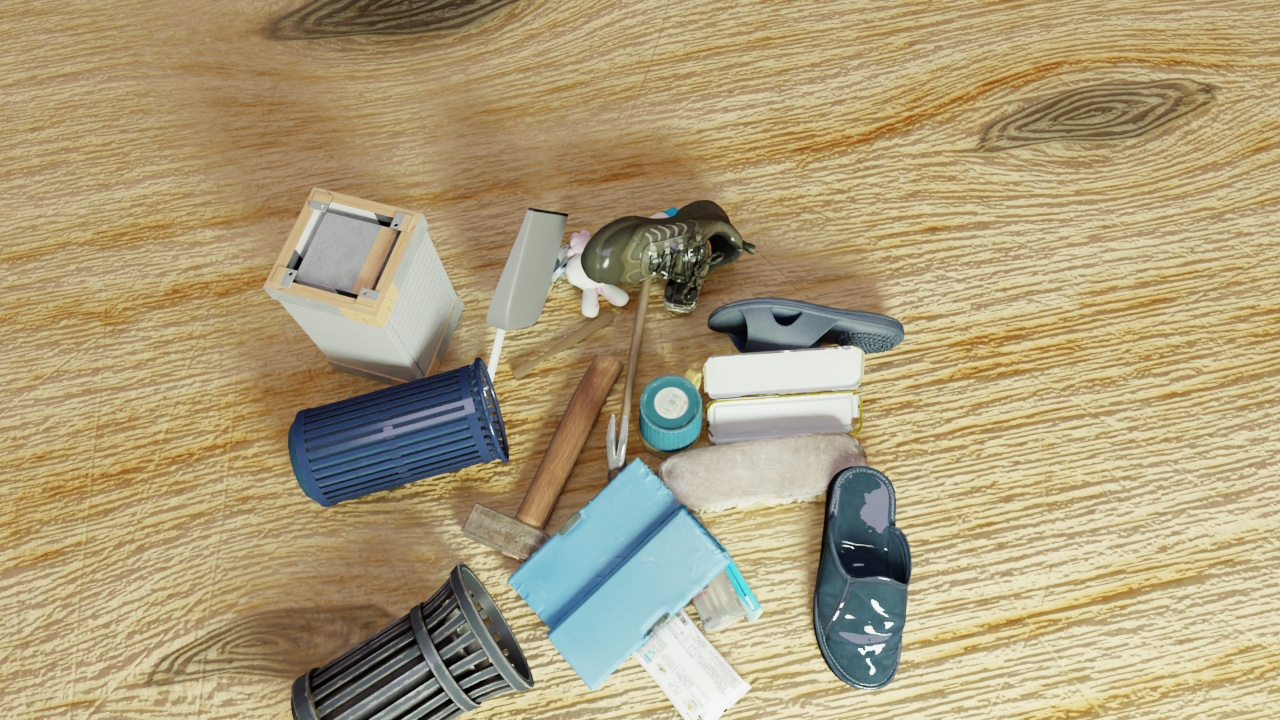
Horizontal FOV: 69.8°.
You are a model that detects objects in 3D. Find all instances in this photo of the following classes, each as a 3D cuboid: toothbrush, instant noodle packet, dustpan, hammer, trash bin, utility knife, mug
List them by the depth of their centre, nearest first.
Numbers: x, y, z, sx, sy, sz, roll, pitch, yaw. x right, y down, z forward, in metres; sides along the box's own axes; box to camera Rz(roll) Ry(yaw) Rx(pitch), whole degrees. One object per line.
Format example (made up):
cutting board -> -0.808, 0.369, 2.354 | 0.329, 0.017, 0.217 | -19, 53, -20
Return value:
trash bin -> -0.262, 0.363, 1.045 | 0.227, 0.164, 0.164 | -32, 70, -7
instant noodle packet -> 0.056, 0.368, 1.101 | 0.087, 0.026, 0.134 | -38, 71, -13
utility knife -> 0.116, 0.271, 1.146 | 0.022, 0.015, 0.116 | -28, 67, -9
trash bin -> -0.307, 0.095, 1.169 | 0.249, 0.139, 0.139 | -15, 67, -3
trash bin -> -0.343, -0.081, 1.183 | 0.142, 0.247, 0.142 | 15, 68, 8
mug -> 0.045, 0.061, 1.188 | 0.083, 0.107, 0.113 | 26, 70, 14
hammer -> -0.095, 0.123, 1.203 | 0.158, 0.037, 0.300 | 21, 70, 10
hammer -> -0.007, 0.007, 1.227 | 0.031, 0.119, 0.330 | 7, 59, 6
dustpan -> -0.165, -0.079, 1.233 | 0.033, 0.163, 0.258 | 17, 100, 9
toothbrush -> -0.106, -0.021, 1.278 | 0.166, 0.016, 0.016 | -33, 70, -13

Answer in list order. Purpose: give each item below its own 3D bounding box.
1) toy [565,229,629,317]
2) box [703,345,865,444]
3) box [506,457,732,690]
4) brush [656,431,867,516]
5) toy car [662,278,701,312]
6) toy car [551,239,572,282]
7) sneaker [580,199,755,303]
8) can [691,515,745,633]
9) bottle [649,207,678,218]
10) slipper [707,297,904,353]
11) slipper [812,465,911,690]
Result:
toy -> -0.070, -0.124, 1.299 | 0.075, 0.037, 0.125 | -20, 80, -23
box -> 0.187, 0.046, 1.197 | 0.209, 0.034, 0.129 | -4, 111, 0
box -> -0.029, 0.254, 1.105 | 0.231, 0.033, 0.174 | -45, 77, 3
brush -> 0.153, 0.146, 1.174 | 0.271, 0.057, 0.083 | -8, 67, -3
toy car -> 0.063, -0.109, 1.298 | 0.048, 0.041, 0.112 | 11, 50, 7
toy car -> -0.105, -0.150, 1.324 | 0.089, 0.027, 0.038 | -39, 69, -14
sneaker -> 0.049, -0.130, 1.223 | 0.237, 0.101, 0.143 | -21, 45, -26
can -> 0.078, 0.263, 1.129 | 0.054, 0.054, 0.135 | -22, 68, -7
bottle -> 0.022, -0.183, 1.321 | 0.146, 0.051, 0.051 | -33, 70, -12
slipper -> 0.221, -0.025, 1.223 | 0.263, 0.101, 0.082 | 6, 66, 0
slipper -> 0.267, 0.257, 1.088 | 0.109, 0.083, 0.265 | 4, 81, -2
